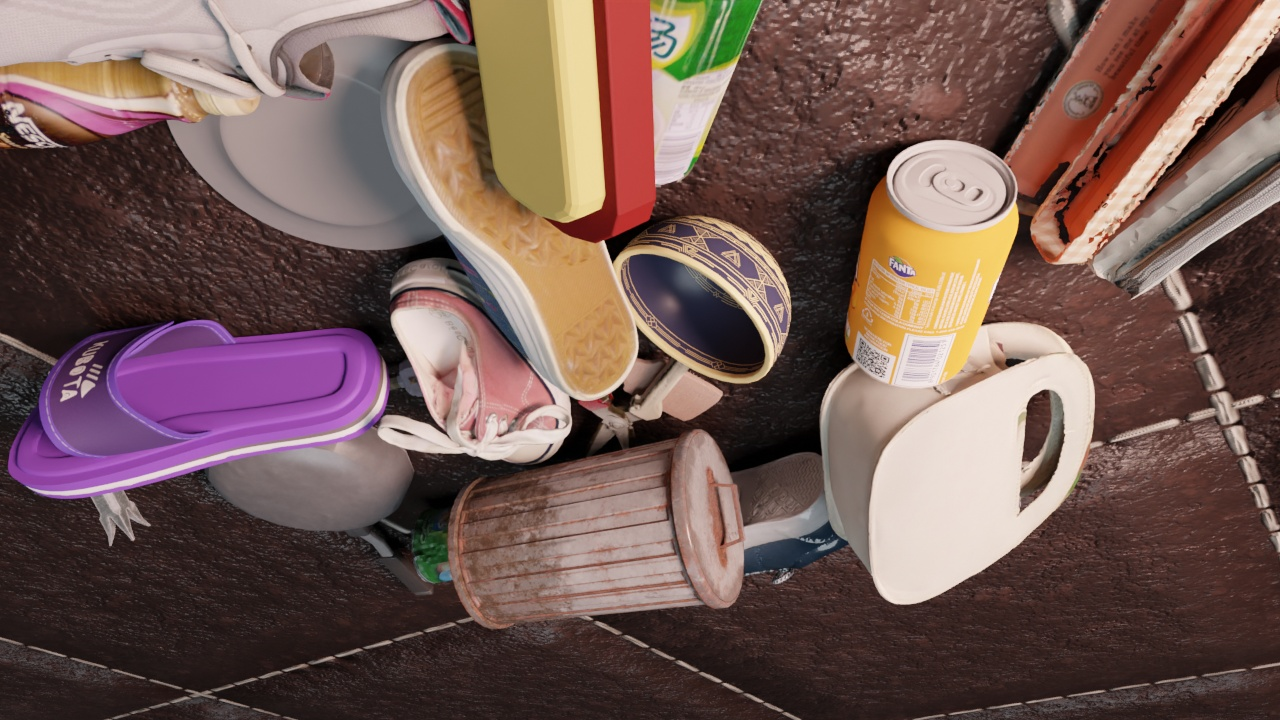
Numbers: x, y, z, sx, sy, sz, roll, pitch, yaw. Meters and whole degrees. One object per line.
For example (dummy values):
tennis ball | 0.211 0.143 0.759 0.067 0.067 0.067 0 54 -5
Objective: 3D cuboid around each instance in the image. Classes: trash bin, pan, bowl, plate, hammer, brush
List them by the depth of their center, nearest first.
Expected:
brush | -0.038 -0.132 0.400 0.041 0.082 0.174 -30 134 -32
plate | -0.174 -0.120 0.514 0.178 0.012 0.179 1 144 1
bowl | 0.046 -0.046 0.556 0.112 0.061 0.113 31 155 16
brush | -0.004 0.004 0.681 0.135 0.015 0.050 28 138 -24
trash bin | -0.024 0.132 0.703 0.211 0.130 0.131 -13 142 21
hammer | -0.305 0.043 0.707 0.317 0.028 0.147 -15 109 11
pan | -0.274 0.155 0.872 0.179 0.041 0.358 -6 143 10

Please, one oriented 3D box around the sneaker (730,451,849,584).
sneaker | 0.098 0.150 0.796 0.087 0.089 0.236 37 136 -27

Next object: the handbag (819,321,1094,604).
handbag | 0.229 0.061 0.660 0.199 0.093 0.201 -18 124 -12

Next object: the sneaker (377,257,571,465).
sneaker | -0.110 0.030 0.649 0.118 0.087 0.241 -7 148 11

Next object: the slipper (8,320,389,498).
slipper | -0.316 0.016 0.628 0.266 0.107 0.084 -9 145 3

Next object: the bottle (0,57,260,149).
bottle | -0.275 -0.137 0.456 0.166 0.059 0.060 -1 144 3

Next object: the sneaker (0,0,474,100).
sneaker | -0.202 -0.156 0.393 0.263 0.096 0.129 -15 136 11

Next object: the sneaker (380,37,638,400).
sneaker | -0.075 -0.077 0.523 0.079 0.087 0.236 29 155 44

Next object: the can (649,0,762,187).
can | 0.012 -0.146 0.426 0.067 0.067 0.121 10 144 -11

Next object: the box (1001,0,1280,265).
box | 0.235 -0.129 0.443 0.043 0.083 0.187 -6 144 -16

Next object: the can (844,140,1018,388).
can | 0.167 -0.052 0.539 0.079 0.079 0.143 -1 144 3

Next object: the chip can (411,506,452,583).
chip can | -0.101 0.156 0.840 0.224 0.075 0.075 -12 142 18

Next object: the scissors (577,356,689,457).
scissors | -0.012 0.022 0.679 0.180 0.015 0.193 -19 135 32

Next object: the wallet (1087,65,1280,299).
wallet | 0.304 -0.093 0.476 0.100 0.054 0.132 -26 159 -36
